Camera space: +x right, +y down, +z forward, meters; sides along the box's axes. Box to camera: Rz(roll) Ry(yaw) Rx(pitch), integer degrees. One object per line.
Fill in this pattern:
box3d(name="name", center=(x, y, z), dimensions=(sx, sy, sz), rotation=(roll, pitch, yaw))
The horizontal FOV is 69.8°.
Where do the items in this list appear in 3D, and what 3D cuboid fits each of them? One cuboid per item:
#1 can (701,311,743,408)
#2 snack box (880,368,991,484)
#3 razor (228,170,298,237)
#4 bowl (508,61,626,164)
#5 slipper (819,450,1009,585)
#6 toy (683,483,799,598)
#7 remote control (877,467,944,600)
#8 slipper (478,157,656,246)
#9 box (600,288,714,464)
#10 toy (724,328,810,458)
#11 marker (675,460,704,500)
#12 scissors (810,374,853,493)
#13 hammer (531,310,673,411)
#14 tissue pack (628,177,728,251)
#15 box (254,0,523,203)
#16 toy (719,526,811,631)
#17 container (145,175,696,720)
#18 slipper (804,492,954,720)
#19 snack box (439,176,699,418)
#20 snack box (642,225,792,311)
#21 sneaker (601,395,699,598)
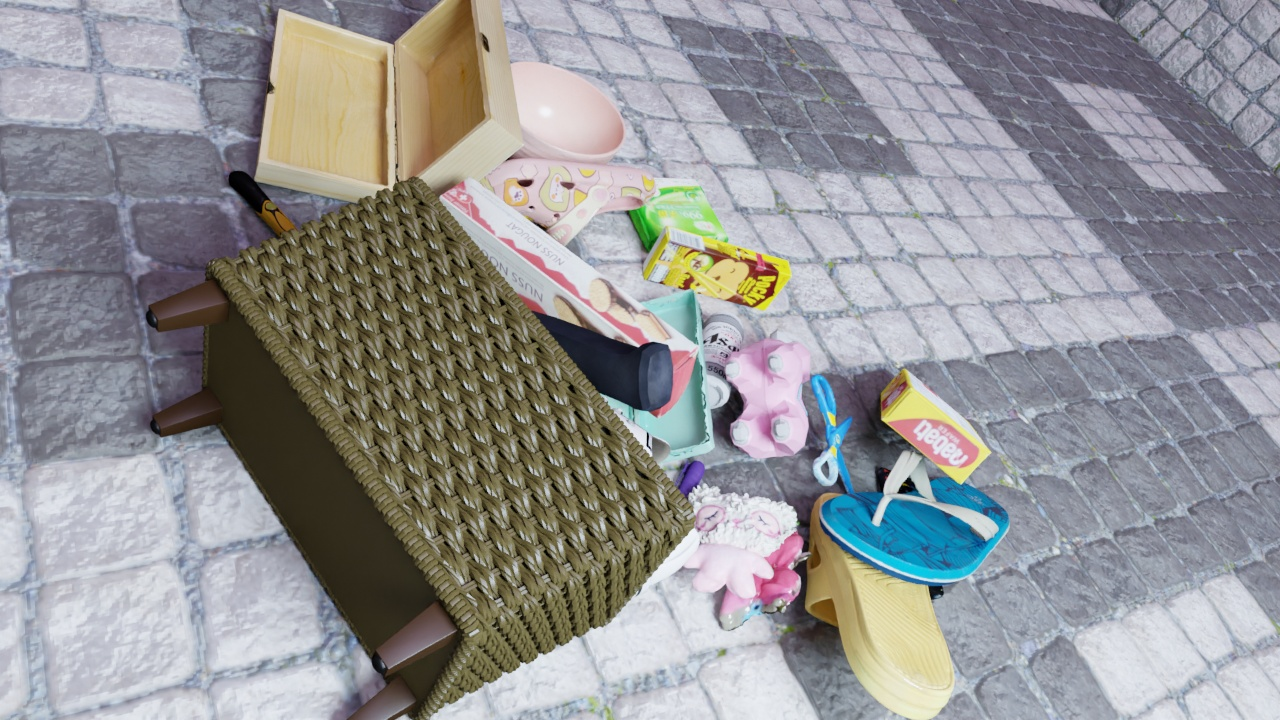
box3d(name="can", center=(0.073, -0.001, 0.901), dimensions=(0.044, 0.044, 0.106), rotation=(27, 43, -7))
box3d(name="snack box", center=(0.286, 0.060, 0.905), dimensions=(0.092, 0.042, 0.200), rotation=(41, 13, 8))
box3d(name="razor", center=(-0.313, -0.116, 0.796), dimensions=(0.144, 0.021, 0.043), rotation=(45, 44, 15))
box3d(name="bowl", center=(-0.098, -0.247, 0.997), dimensions=(0.153, 0.076, 0.152), rotation=(17, 46, -18))
box3d(name="slipper", center=(0.267, 0.133, 0.820), dimensions=(0.118, 0.060, 0.294), rotation=(41, 26, 31))
box3d(name="toy", center=(0.076, 0.144, 0.740), dimensions=(0.096, 0.041, 0.108), rotation=(7, 41, 14))
box3d(name="remote control", center=(0.255, 0.163, 0.879), dimensions=(0.045, 0.021, 0.140), rotation=(23, 39, -15))
box3d(name="slipper", center=(-0.077, -0.155, 0.932), dimensions=(0.197, 0.093, 0.081), rotation=(-4, 87, -24))
box3d(name="box", center=(-0.005, 0.011, 0.849), dimensions=(0.138, 0.055, 0.186), rotation=(-3, 49, 3))
box3d(name="toy", center=(0.128, 0.029, 0.876), dimensions=(0.157, 0.067, 0.123), rotation=(3, 80, -68))
box3d(name="marker", center=(0.027, 0.131, 0.776), dimensions=(0.018, 0.015, 0.133), rotation=(22, 42, 10))
box3d(name="scissors", center=(0.185, 0.075, 0.878), dimensions=(0.126, 0.013, 0.125), rotation=(-34, 105, -53))
box3d(name="hammer", center=(-0.090, -0.027, 0.683), dimensions=(0.035, 0.139, 0.313), rotation=(-16, 23, -39))
box3d(name="tissue pack", center=(0.036, -0.165, 1.035), dimensions=(0.113, 0.034, 0.099), rotation=(-6, 57, -32))
box3d(name="box", center=(-0.246, -0.264, 0.916), dimensions=(0.252, 0.119, 0.247), rotation=(-7, 52, -6))
box3d(name="toy", center=(0.107, 0.182, 0.753), dimensions=(0.050, 0.066, 0.102), rotation=(59, 35, -22))
box3d(name="container", center=(-0.162, 0.066, 0.611), dimensions=(0.204, 0.177, 0.321), rotation=(-26, 68, -39))
box3d(name="slipper", center=(0.184, 0.199, 0.758), dimensions=(0.099, 0.078, 0.263), rotation=(25, 22, -8))
box3d(name="snack box", center=(-0.072, -0.056, 0.809), dimensions=(0.273, 0.077, 0.044), rotation=(37, 56, 17))
box3d(name="snack box", center=(0.082, -0.096, 0.979), dimensions=(0.148, 0.061, 0.025), rotation=(13, 47, -20))
box3d(name="sneaker", center=(-0.028, 0.066, 0.739), dimensions=(0.097, 0.091, 0.245), rotation=(-14, 57, -32))
